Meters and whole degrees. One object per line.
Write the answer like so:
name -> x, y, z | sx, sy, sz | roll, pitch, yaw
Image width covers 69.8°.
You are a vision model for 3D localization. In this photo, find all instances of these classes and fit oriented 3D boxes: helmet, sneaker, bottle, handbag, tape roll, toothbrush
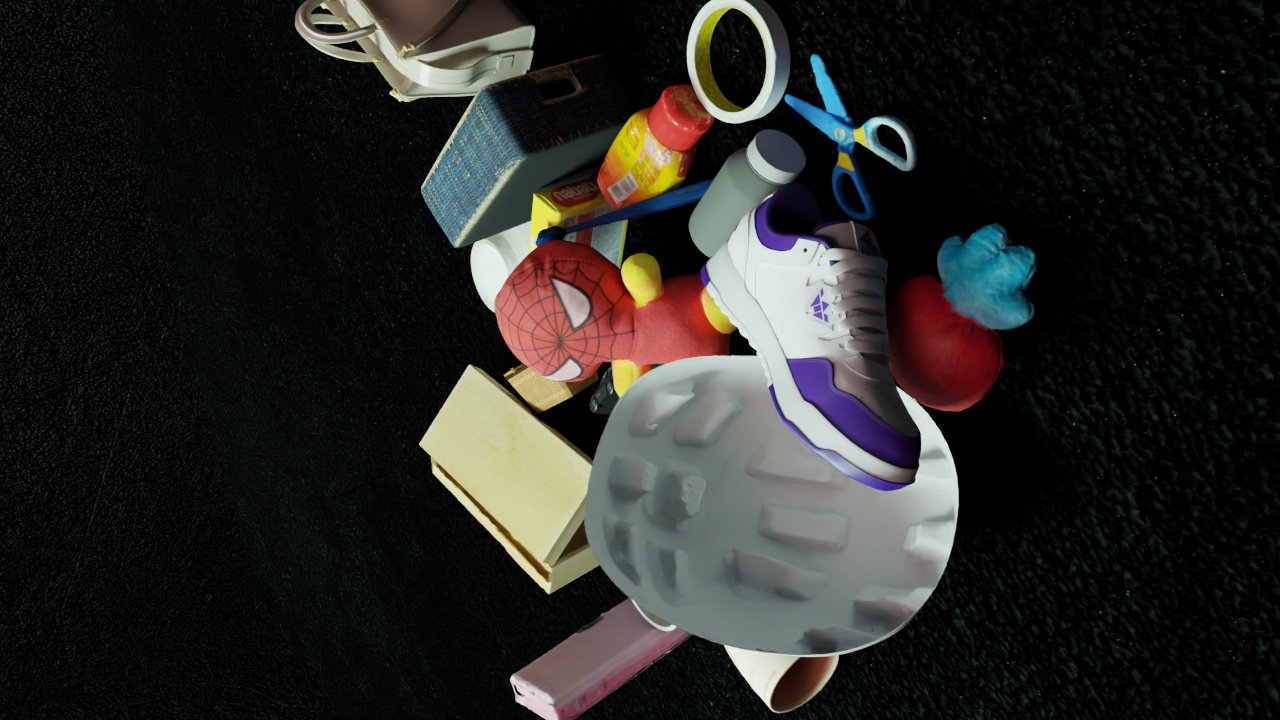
helmet -> 0.107, 0.109, 0.709 | 0.283, 0.183, 0.224 | -6, 71, 43
sneaker -> 0.134, -0.030, 0.622 | 0.111, 0.091, 0.244 | -57, 43, 30
bottle -> 0.013, -0.181, 0.793 | 0.071, 0.048, 0.135 | 61, 145, 10
bottle -> 0.084, -0.128, 0.722 | 0.060, 0.060, 0.109 | 55, 144, 14
handbag -> -0.235, -0.332, 0.898 | 0.194, 0.197, 0.102 | 50, 142, 22
tape roll -> 0.074, -0.232, 0.707 | 0.094, 0.019, 0.094 | 29, 130, 41
toothbrush -> -0.008, -0.127, 0.795 | 0.190, 0.017, 0.016 | -13, 122, 22

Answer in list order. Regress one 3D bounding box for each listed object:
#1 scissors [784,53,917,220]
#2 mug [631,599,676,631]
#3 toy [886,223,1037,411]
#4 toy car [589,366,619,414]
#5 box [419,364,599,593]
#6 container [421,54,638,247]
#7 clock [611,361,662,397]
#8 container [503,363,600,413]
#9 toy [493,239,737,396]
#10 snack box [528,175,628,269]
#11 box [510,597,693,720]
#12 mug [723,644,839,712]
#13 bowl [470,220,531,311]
scissors -> 0.149, -0.166, 0.652 | 0.109, 0.018, 0.131 | -23, 90, 56
mug -> 0.036, 0.221, 0.959 | 0.120, 0.096, 0.083 | -27, 88, 55
toy -> 0.214, -0.029, 0.616 | 0.092, 0.062, 0.133 | 48, 127, 30
toy car -> -0.024, 0.029, 0.976 | 0.092, 0.042, 0.036 | 133, 134, -54
box -> -0.145, 0.142, 1.099 | 0.248, 0.141, 0.179 | 35, 152, 34
container -> -0.105, -0.191, 0.858 | 0.071, 0.145, 0.188 | 60, 145, 3
clock -> -0.005, 0.005, 0.896 | 0.042, 0.087, 0.123 | -18, 64, 15
container -> -0.098, 0.015, 1.048 | 0.061, 0.063, 0.114 | 59, 145, -3
toy -> -0.020, -0.036, 0.808 | 0.216, 0.098, 0.148 | 11, 116, 0
snack box -> -0.066, -0.083, 0.917 | 0.042, 0.092, 0.201 | 40, 138, 31
box -> -0.013, 0.316, 0.964 | 0.099, 0.232, 0.080 | 4, 114, 51
mug -> 0.131, 0.280, 0.896 | 0.104, 0.085, 0.111 | 42, 169, 44
bowl -> -0.144, -0.101, 1.030 | 0.177, 0.057, 0.177 | 29, 129, 44
